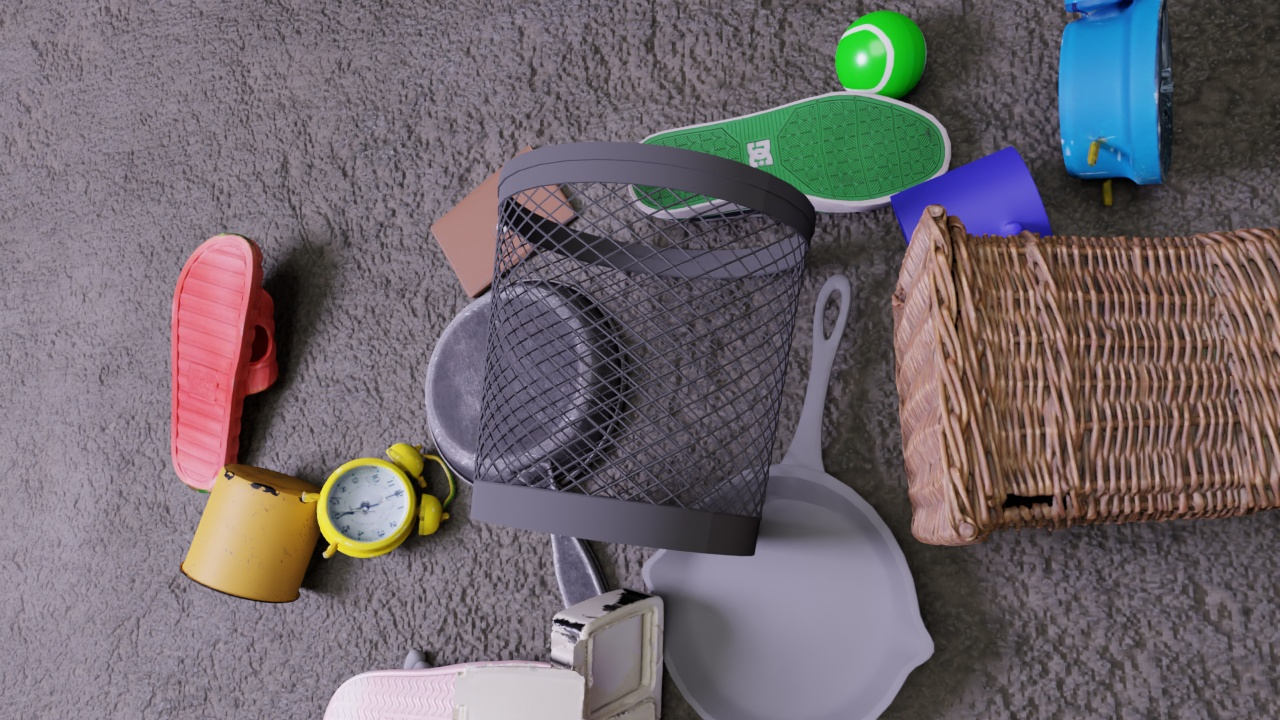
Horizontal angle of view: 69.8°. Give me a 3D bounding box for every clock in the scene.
[{"bbox_3d":[0.310,-0.188,0.595,0.060,0.116,0.161,-1,79,33],"label":"clock"},{"bbox_3d":[-0.215,0.117,0.768,0.118,0.057,0.083,-20,81,-20],"label":"clock"}]

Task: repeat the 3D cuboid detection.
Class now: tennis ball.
[{"bbox_3d":[0.177,-0.223,0.677,0.065,0.065,0.065,-4,79,21],"label":"tennis ball"}]

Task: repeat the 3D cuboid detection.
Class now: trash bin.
[{"bbox_3d":[-0.004,0.004,0.619,0.218,0.217,0.227,4,81,22],"label":"trash bin"}]

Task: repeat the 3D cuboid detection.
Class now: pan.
[{"bbox_3d":[0.112,0.112,0.655,0.217,0.024,0.354,8,83,32],"label":"pan"},{"bbox_3d":[-0.077,0.095,0.736,0.187,0.055,0.356,-24,68,15],"label":"pan"}]

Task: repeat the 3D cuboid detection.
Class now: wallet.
[{"bbox_3d":[-0.123,-0.122,0.806,0.121,0.013,0.087,-37,69,12],"label":"wallet"}]

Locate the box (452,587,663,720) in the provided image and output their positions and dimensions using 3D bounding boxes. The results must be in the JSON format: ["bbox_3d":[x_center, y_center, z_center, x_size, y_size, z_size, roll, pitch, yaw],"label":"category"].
[{"bbox_3d":[-0.034,0.242,0.597,0.070,0.186,0.143,4,96,37],"label":"box"}]

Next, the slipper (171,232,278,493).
[{"bbox_3d":[-0.389,0.001,0.867,0.104,0.059,0.249,19,103,24],"label":"slipper"}]

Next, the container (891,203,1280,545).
[{"bbox_3d":[0.246,0.020,0.520,0.183,0.250,0.162,-4,79,11],"label":"container"}]

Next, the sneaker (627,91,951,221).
[{"bbox_3d":[0.108,-0.147,0.694,0.235,0.079,0.084,-5,91,4],"label":"sneaker"}]

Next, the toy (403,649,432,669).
[{"bbox_3d":[-0.208,0.292,0.756,0.111,0.030,0.049,-58,38,1],"label":"toy"}]

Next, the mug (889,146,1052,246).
[{"bbox_3d":[0.223,-0.085,0.612,0.084,0.111,0.079,-21,111,17],"label":"mug"}]

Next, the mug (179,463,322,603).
[{"bbox_3d":[-0.334,0.145,0.803,0.124,0.100,0.094,10,80,64],"label":"mug"}]

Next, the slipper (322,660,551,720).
[{"bbox_3d":[-0.136,0.285,0.700,0.222,0.056,0.106,0,56,7],"label":"slipper"}]
